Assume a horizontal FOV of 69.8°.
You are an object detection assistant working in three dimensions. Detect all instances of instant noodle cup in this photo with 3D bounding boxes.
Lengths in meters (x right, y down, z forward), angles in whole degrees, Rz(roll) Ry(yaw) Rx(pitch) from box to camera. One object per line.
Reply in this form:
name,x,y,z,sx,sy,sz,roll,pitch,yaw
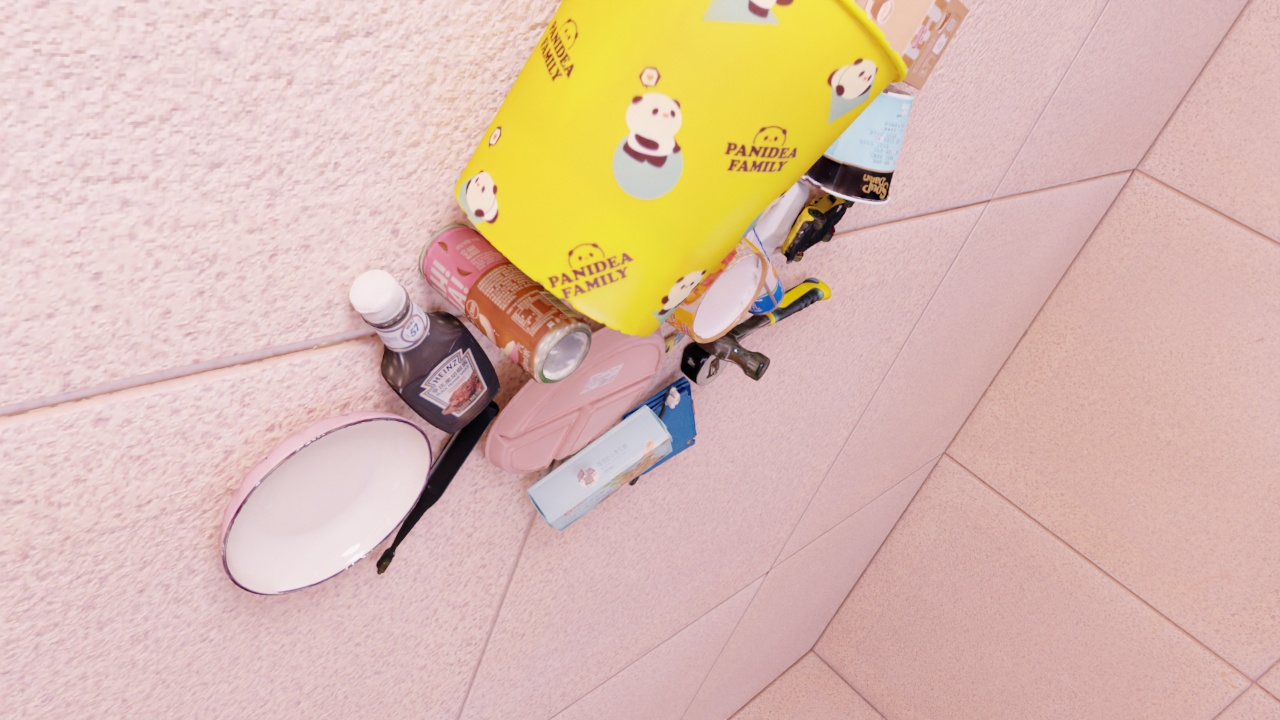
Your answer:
instant noodle cup,0.052,-0.090,0.920,0.137,0.110,0.138,-36,151,-24
instant noodle cup,0.249,-0.250,1.028,0.111,0.111,0.121,-16,130,-48

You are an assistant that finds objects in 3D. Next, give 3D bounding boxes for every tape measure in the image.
tape measure,0.084,-0.001,1.167,0.065,0.033,0.066,-31,147,-30

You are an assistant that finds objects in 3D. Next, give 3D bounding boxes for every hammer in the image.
hammer,0.160,-0.060,1.148,0.322,0.126,0.032,-28,146,-55

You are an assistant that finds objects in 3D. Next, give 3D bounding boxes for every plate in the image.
plate,-0.267,0.114,0.776,0.192,0.039,0.193,-36,150,-25
plate,-0.061,0.043,0.961,0.229,0.028,0.230,-36,161,-15

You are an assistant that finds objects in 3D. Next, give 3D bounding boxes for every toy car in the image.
toy car,0.213,-0.169,1.118,0.155,0.041,0.071,-37,161,-46

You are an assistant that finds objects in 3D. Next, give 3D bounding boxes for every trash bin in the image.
trash bin,0.014,-0.170,0.652,0.256,0.229,0.229,-51,154,14

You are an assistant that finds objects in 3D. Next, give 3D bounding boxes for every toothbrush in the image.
toothbrush,-0.204,0.126,0.900,0.026,0.027,0.213,30,102,-21
toothbrush,0.015,0.100,1.148,0.015,0.018,0.182,-14,142,-36

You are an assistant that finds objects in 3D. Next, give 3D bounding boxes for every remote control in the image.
remote control,0.156,-0.156,1.088,0.049,0.024,0.125,1,125,-56

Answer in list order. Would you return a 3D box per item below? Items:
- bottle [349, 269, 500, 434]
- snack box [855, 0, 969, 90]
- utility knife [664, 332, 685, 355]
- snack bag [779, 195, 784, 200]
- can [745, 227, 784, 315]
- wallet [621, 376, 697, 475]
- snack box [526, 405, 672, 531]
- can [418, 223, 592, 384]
bottle,-0.178,-0.008,0.752,0.079,0.044,0.195,-45,152,-12
snack box,0.272,-0.349,0.956,0.094,0.077,0.093,-4,129,-56
utility knife,-0.006,0.006,1.067,0.167,0.018,0.031,-39,157,-30
snack bag,0.148,-0.215,0.997,0.045,0.026,0.105,-35,148,-21
can,0.119,-0.108,1.036,0.053,0.053,0.134,-47,141,-6
wallet,0.027,0.086,1.189,0.106,0.040,0.133,-33,149,-15
snack box,-0.045,0.128,1.075,0.174,0.051,0.074,-36,163,-6
can,-0.104,-0.044,0.699,0.057,0.147,0.058,-37,150,-25
